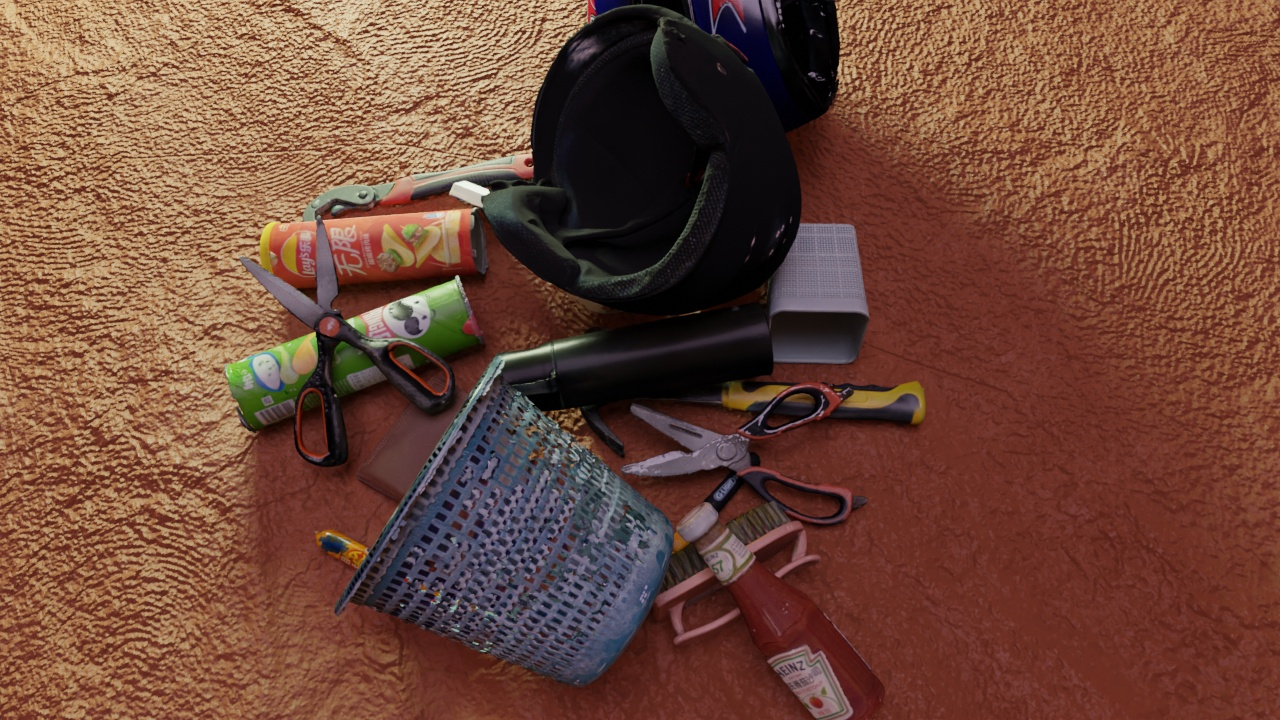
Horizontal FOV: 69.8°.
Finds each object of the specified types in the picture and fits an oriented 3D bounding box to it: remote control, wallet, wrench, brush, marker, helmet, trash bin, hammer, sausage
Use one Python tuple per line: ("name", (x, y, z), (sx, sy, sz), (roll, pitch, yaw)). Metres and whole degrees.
("remote control", (-0.141, -0.158, 0.953), (0.125, 0.049, 0.024), (26, 95, 30))
("wallet", (-0.190, 0.082, 0.854), (0.101, 0.032, 0.124), (27, 66, 20))
("wrench", (-0.235, -0.190, 1.009), (0.273, 0.016, 0.056), (-15, 62, -4))
("brush", (0.076, 0.176, 0.769), (0.145, 0.063, 0.073), (-26, 63, -12))
("marker", (0.067, 0.127, 0.821), (0.018, 0.015, 0.123), (39, 68, 15))
("helmet", (0.012, -0.165, 0.792), (0.234, 0.230, 0.274), (-35, 55, 28))
("trash bin", (-0.091, 0.142, 0.714), (0.195, 0.227, 0.226), (33, 66, -8))
("hammer", (0.100, 0.036, 0.859), (0.323, 0.032, 0.126), (3, 62, 5))
("sausage", (-0.221, 0.186, 0.804), (0.165, 0.021, 0.021), (23, 66, 15))
("helmet", (0.064, -0.354, 0.952), (0.241, 0.247, 0.314), (-14, 57, 30))

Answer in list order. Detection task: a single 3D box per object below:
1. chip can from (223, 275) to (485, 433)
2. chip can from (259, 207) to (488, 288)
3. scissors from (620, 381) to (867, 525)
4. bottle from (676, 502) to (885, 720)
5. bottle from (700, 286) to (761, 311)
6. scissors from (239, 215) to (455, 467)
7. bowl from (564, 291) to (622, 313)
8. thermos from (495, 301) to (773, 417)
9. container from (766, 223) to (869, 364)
("chip can", (-0.271, -0.006, 0.882), (0.236, 0.072, 0.072), (-22, 63, -8))
("chip can", (-0.270, -0.114, 0.940), (0.216, 0.073, 0.073), (-5, 62, 0))
("scissors", (0.099, 0.081, 0.817), (0.226, 0.015, 0.189), (-33, 83, -3))
("bottle", (0.106, 0.198, 0.716), (0.059, 0.060, 0.206), (-41, 91, -17))
("bottle", (0.063, -0.105, 0.923), (0.066, 0.067, 0.149), (-25, 56, -10))
("scissors", (-0.274, -0.008, 0.834), (0.221, 0.022, 0.229), (21, 88, -8))
("bowl", (-0.029, -0.091, 0.917), (0.113, 0.062, 0.113), (-1, 62, 2))
("thermos", (-0.005, 0.005, 0.816), (0.242, 0.090, 0.068), (-11, 103, -3))
("container", (0.165, -0.067, 0.878), (0.090, 0.090, 0.111), (2, 60, 4))
